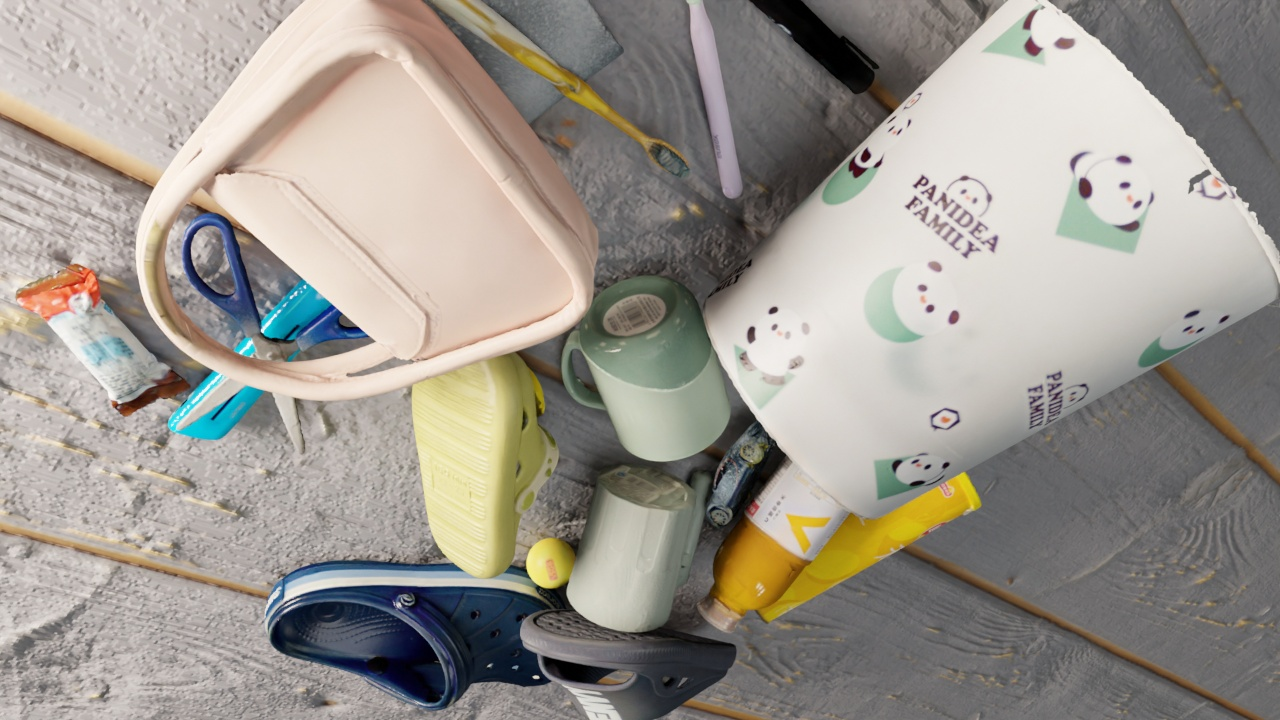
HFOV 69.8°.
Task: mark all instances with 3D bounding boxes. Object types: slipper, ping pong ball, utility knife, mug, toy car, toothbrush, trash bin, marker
[{"bbox_3d":[0.000,0.261,0.760,0.111,0.083,0.268,4,166,31],"label":"slipper"},{"bbox_3d":[-0.072,0.164,0.744,0.040,0.040,0.040,-10,130,-12],"label":"ping pong ball"},{"bbox_3d":[-0.220,-0.016,0.564,0.191,0.018,0.034,-43,128,14],"label":"utility knife"},{"bbox_3d":[-0.004,0.004,0.622,0.112,0.082,0.106,-1,136,22],"label":"mug"},{"bbox_3d":[0.007,0.141,0.723,0.123,0.084,0.103,-7,116,-49],"label":"mug"},{"bbox_3d":[0.080,0.089,0.736,0.048,0.031,0.106,-26,143,-55],"label":"toy car"},{"bbox_3d":[-0.104,0.062,0.636,0.081,0.092,0.191,-30,136,-47],"label":"slipper"},{"bbox_3d":[-0.163,0.219,0.724,0.252,0.095,0.105,16,123,-26],"label":"slipper"},{"bbox_3d":[-0.041,-0.150,0.493,0.191,0.018,0.016,29,108,-33],"label":"toothbrush"},{"bbox_3d":[0.191,-0.046,0.557,0.252,0.229,0.229,-40,129,20],"label":"trash bin"},{"bbox_3d":[0.037,-0.171,0.528,0.021,0.029,0.189,-50,140,-28],"label":"toothbrush"},{"bbox_3d":[0.091,-0.196,0.526,0.132,0.020,0.022,27,125,-34],"label":"marker"}]

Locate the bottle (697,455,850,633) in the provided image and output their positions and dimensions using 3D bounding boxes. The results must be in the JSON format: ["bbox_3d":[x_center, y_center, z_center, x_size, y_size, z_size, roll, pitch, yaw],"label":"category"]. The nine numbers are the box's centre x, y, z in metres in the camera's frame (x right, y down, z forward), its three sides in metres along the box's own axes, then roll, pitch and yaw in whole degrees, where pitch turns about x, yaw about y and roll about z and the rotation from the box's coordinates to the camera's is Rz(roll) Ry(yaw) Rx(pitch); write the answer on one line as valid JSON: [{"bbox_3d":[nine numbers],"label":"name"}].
[{"bbox_3d":[0.116,0.137,0.746,0.068,0.068,0.189,31,98,-36],"label":"bottle"}]

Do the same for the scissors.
[{"bbox_3d":[-0.218,-0.015,0.547,0.176,0.012,0.162,-28,126,2],"label":"scissors"}]

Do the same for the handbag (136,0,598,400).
[{"bbox_3d":[-0.158,-0.061,0.486,0.234,0.093,0.193,-31,128,13],"label":"handbag"}]

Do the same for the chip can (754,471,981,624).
[{"bbox_3d":[0.184,0.147,0.802,0.213,0.072,0.072,-31,131,8],"label":"chip can"}]

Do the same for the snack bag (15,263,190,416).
[{"bbox_3d":[-0.310,-0.009,0.531,0.045,0.026,0.105,-27,133,-9],"label":"snack bag"}]

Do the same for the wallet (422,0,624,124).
[{"bbox_3d":[-0.079,-0.181,0.482,0.097,0.019,0.121,-36,129,8],"label":"wallet"}]
